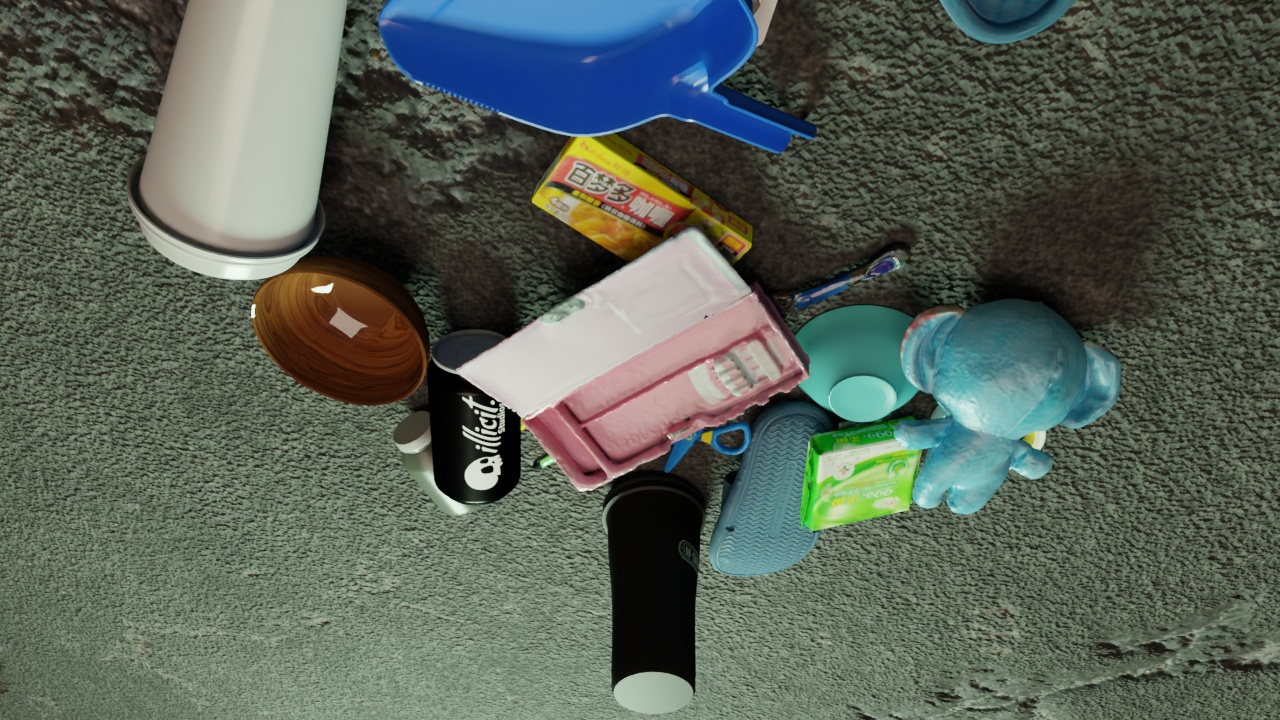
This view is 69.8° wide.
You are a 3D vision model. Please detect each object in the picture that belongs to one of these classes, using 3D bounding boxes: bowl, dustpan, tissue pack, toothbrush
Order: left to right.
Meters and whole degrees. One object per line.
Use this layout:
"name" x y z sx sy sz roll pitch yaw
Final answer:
"bowl" -0.240 -0.037 0.771 0.147 0.068 0.147 7 134 7
"toothbrush" -0.043 0.073 0.878 0.189 0.017 0.014 -30 116 35
"dustpan" 0.010 -0.188 0.550 0.257 0.059 0.246 9 167 -37
"tissue pack" 0.195 0.099 0.811 0.114 0.034 0.100 -10 125 -11
"bowl" 0.182 0.015 0.753 0.121 0.046 0.121 6 135 6

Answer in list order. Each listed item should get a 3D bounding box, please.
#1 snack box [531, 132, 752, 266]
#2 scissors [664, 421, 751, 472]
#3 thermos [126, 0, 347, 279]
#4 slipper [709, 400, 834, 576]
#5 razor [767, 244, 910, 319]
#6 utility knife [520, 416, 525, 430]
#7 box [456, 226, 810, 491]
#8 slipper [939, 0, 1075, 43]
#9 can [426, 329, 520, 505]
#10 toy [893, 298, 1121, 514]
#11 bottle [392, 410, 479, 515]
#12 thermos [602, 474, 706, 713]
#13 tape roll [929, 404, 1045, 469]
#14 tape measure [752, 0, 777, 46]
"snack box" 0.002 -0.109 0.682 0.152 0.025 0.075 30 132 -18
"scissors" 0.039 0.059 0.839 0.133 0.020 0.097 -20 101 43
"thermos" -0.260 -0.173 0.612 0.131 0.131 0.222 23 126 -12
"slipper" 0.127 0.124 0.865 0.103 0.059 0.214 7 122 -8
"razor" 0.141 -0.057 0.710 0.141 0.018 0.044 -22 125 29
"utility knife" -0.081 0.007 0.818 0.028 0.020 0.187 27 134 -15
"box" -0.004 0.000 0.733 0.233 0.050 0.180 -27 123 22
"slipper" 0.173 -0.253 0.477 0.104 0.059 0.214 -21 131 23
"can" -0.147 0.052 0.817 0.080 0.080 0.146 7 123 4
"toy" 0.267 0.034 0.713 0.183 0.114 0.181 12 116 -15
"bottle" -0.197 0.101 0.905 0.060 0.060 0.108 -11 131 21
"thermos" 0.013 0.215 0.869 0.106 0.218 0.106 1 131 1
"tape roll" 0.299 0.061 0.793 0.094 0.019 0.094 6 135 6
"tape measure" 0.055 -0.229 0.558 0.065 0.016 0.064 15 135 -3
